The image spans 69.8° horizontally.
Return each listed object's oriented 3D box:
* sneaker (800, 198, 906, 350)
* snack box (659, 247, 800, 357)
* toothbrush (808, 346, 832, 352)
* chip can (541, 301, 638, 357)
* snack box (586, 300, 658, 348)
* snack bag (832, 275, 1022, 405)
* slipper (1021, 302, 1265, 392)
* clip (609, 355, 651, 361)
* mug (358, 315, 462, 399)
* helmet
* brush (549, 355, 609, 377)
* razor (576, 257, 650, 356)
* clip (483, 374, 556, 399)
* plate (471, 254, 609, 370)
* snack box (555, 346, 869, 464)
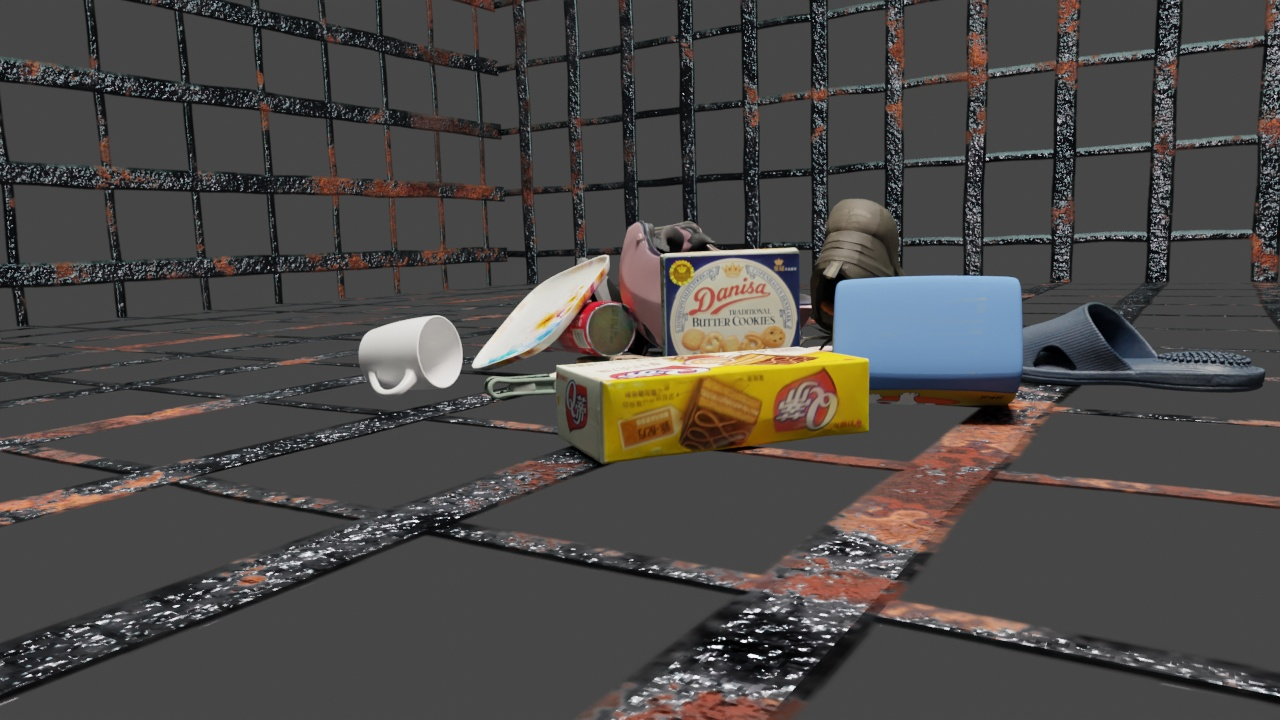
[{"bbox_3d":[0.241,-0.046,1.010,0.101,0.238,0.142,9,55,29],"label":"sneaker"},{"bbox_3d":[0.095,-0.044,0.975,0.144,0.145,0.042,-3,8,-1],"label":"snack box"},{"bbox_3d":[0.224,-0.017,1.236,0.181,0.018,0.015,-2,8,-3],"label":"toothbrush"},{"bbox_3d":[-0.083,-0.043,1.202,0.073,0.073,0.233,-5,5,-25],"label":"chip can"},{"bbox_3d":[-0.016,-0.057,1.401,0.202,0.069,0.155,-4,9,-19],"label":"snack box"},{"bbox_3d":[0.264,-0.001,0.854,0.159,0.102,0.205,0,-15,16],"label":"snack bag"},{"bbox_3d":[0.479,-0.017,0.931,0.101,0.082,0.264,-6,9,-43],"label":"slipper"},{"bbox_3d":[-0.005,0.006,1.061,0.040,0.024,0.060,7,2,42],"label":"clip"},{"bbox_3d":[-0.264,0.004,1.016,0.088,0.081,0.114,-5,37,25],"label":"mug"},{"bbox_3d":[0.086,-0.074,1.152,0.255,0.153,0.229,24,14,10],"label":"helmet"},{"bbox_3d":[-0.085,0.013,1.105,0.033,0.012,0.217,1,9,18],"label":"brush"},{"bbox_3d":[-0.038,-0.072,1.236,0.060,0.156,0.057,-43,-1,13],"label":"razor"},{"bbox_3d":[-0.122,0.028,0.961,0.078,0.023,0.049,-5,7,-36],"label":"clip"},{"bbox_3d":[-0.124,-0.057,1.172,0.187,0.016,0.186,-16,32,48],"label":"plate"},{"bbox_3d":[0.058,0.031,0.732,0.230,0.062,0.110,-4,8,-22],"label":"snack box"}]
